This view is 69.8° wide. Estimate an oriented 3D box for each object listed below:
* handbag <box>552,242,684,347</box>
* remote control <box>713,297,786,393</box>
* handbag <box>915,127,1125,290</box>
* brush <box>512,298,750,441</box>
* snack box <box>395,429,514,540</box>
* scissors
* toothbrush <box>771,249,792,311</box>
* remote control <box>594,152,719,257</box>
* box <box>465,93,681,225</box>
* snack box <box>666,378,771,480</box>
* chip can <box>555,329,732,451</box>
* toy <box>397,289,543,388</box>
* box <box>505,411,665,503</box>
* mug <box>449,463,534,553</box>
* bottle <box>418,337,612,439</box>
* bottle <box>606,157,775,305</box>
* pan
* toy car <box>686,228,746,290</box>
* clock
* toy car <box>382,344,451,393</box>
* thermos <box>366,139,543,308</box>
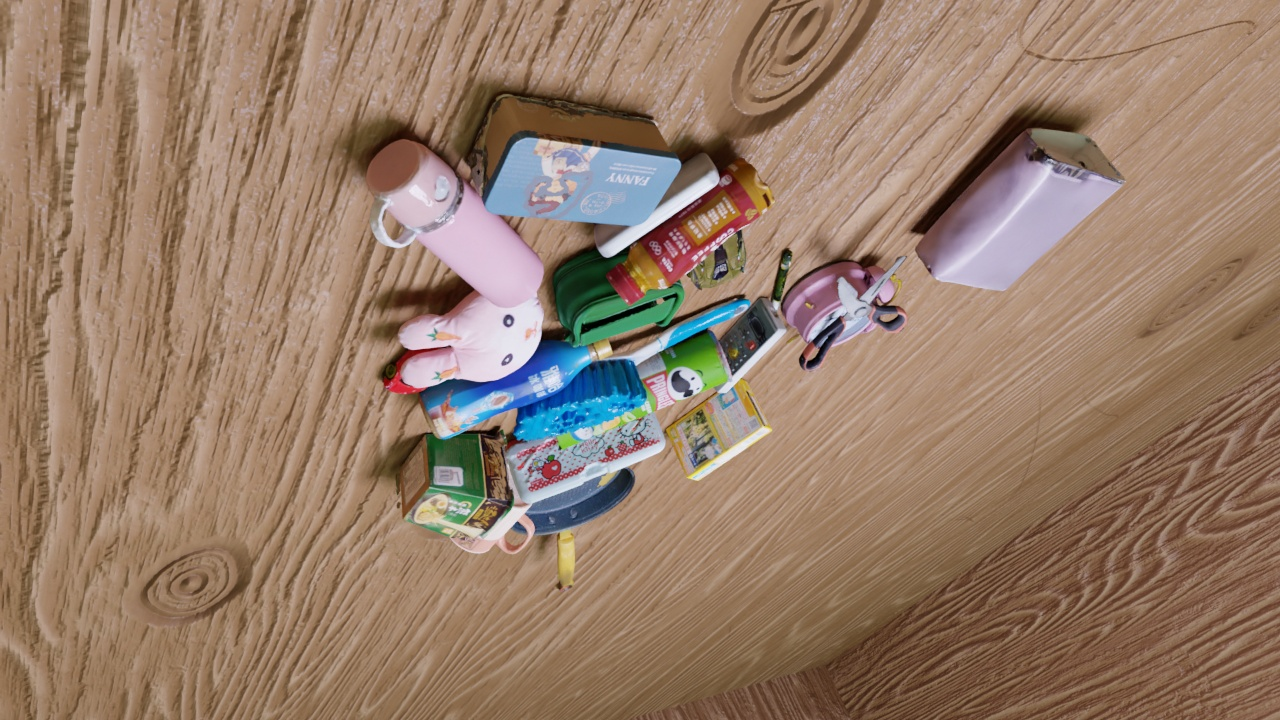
[{"bbox_3d":[-0.026,-0.067,0.981,0.131,0.068,0.120,-17,157,-16],"label":"handbag"},{"bbox_3d":[0.130,-0.017,1.172,0.019,0.056,0.135,4,140,-39],"label":"remote control"},{"bbox_3d":[0.442,-0.180,1.096,0.144,0.098,0.198,-3,145,-35],"label":"handbag"},{"bbox_3d":[-0.006,0.006,1.093,0.314,0.109,0.061,-15,141,-1],"label":"brush"},{"bbox_3d":[-0.233,0.151,1.136,0.105,0.118,0.118,15,133,-35],"label":"snack box"},{"bbox_3d":[0.264,-0.052,1.135,0.189,0.015,0.222,-34,149,18],"label":"scissors"},{"bbox_3d":[0.172,-0.074,1.151,0.012,0.017,0.186,-15,149,-11],"label":"toothbrush"},{"bbox_3d":[0.014,-0.149,0.882,0.136,0.055,0.020,-33,121,13],"label":"remote control"},{"bbox_3d":[-0.052,-0.170,0.796,0.184,0.061,0.090,-1,143,-32],"label":"box"},{"bbox_3d":[0.110,0.099,1.311,0.141,0.087,0.033,-37,148,20],"label":"snack box"},{"bbox_3d":[-0.007,0.037,1.146,0.236,0.072,0.072,-22,150,-3],"label":"chip can"},{"bbox_3d":[-0.168,-0.023,0.930,0.159,0.054,0.121,-21,137,-29],"label":"toy"},{"bbox_3d":[-0.069,0.121,1.204,0.201,0.101,0.095,-22,149,-3],"label":"box"},{"bbox_3d":[-0.195,0.210,1.248,0.106,0.114,0.081,-45,-177,28],"label":"mug"},{"bbox_3d":[-0.137,0.020,1.031,0.218,0.065,0.065,-23,150,-4],"label":"bottle"},{"bbox_3d":[0.046,-0.121,0.891,0.175,0.057,0.057,-38,149,5],"label":"bottle"},{"bbox_3d":[-0.111,0.252,1.404,0.197,0.078,0.358,-13,148,-19],"label":"pan"},{"bbox_3d":[0.075,-0.131,0.970,0.070,0.042,0.158,-24,148,-2],"label":"toy car"},{"bbox_3d":[0.263,-0.072,1.178,0.158,0.059,0.117,-17,150,-16],"label":"clock"},{"bbox_3d":[-0.230,0.005,0.976,0.106,0.031,0.049,-38,146,26],"label":"toy car"},{"bbox_3d":[-0.161,-0.106,0.798,0.067,0.087,0.198,14,165,26],"label":"thermos"}]
